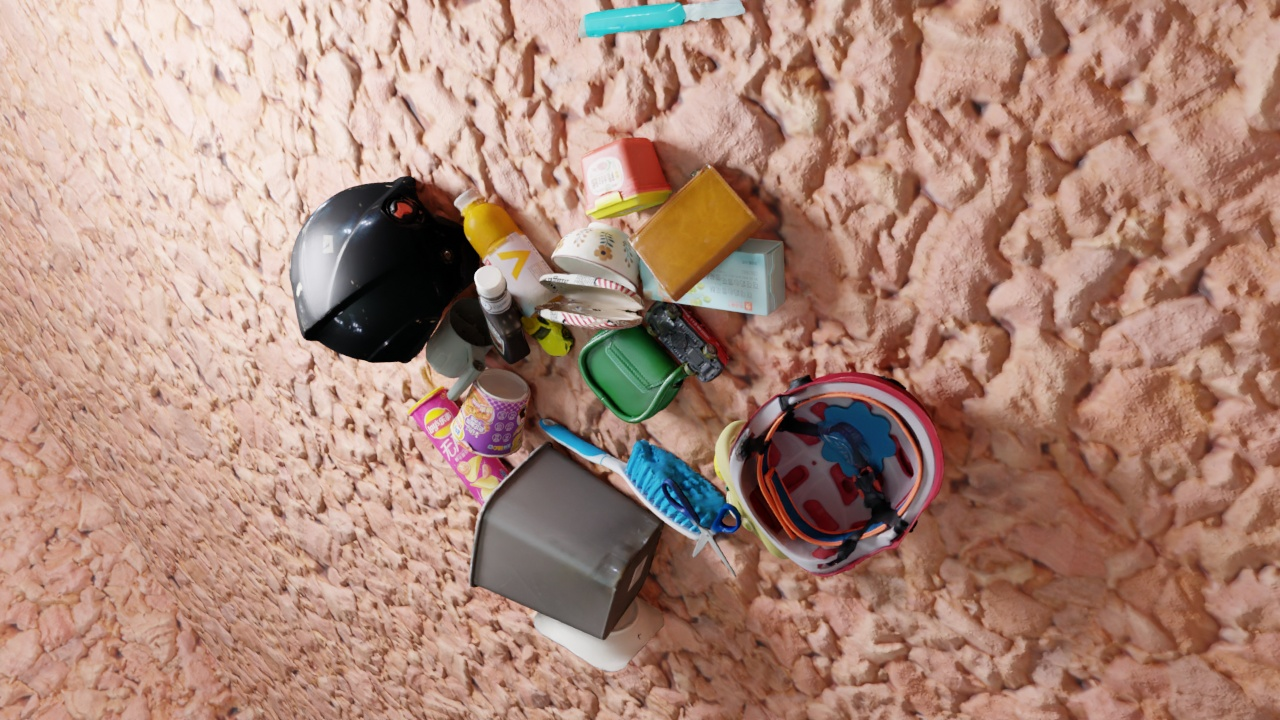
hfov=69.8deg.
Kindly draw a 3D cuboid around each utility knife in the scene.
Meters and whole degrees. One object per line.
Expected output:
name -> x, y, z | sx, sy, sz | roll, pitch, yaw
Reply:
utility knife -> 0.017, -0.373, 0.999 | 0.222, 0.013, 0.029 | 9, 118, 36

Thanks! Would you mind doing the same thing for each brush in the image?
brush -> -0.018, 0.148, 1.295 | 0.314, 0.060, 0.110 | 38, 135, 17

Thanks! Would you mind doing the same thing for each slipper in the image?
slipper -> 0.140, 0.169, 1.163 | 0.082, 0.091, 0.190 | -19, 106, 44

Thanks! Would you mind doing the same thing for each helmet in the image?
helmet -> 0.229, 0.104, 1.026 | 0.241, 0.143, 0.207 | -40, 88, 29
helmet -> -0.371, -0.128, 1.280 | 0.234, 0.229, 0.274 | -31, 69, 49

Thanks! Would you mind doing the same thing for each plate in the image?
plate -> -0.060, 0.381, 1.378 | 0.164, 0.163, 0.034 | 23, 120, 24

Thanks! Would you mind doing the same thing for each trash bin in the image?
trash bin -> -0.102, 0.268, 1.338 | 0.220, 0.198, 0.199 | 25, 126, 15

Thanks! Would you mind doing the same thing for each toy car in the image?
toy car -> 0.058, -0.028, 1.140 | 0.120, 0.045, 0.053 | 46, 131, -1
toy car -> -0.139, -0.048, 1.285 | 0.105, 0.032, 0.048 | 50, 132, 1

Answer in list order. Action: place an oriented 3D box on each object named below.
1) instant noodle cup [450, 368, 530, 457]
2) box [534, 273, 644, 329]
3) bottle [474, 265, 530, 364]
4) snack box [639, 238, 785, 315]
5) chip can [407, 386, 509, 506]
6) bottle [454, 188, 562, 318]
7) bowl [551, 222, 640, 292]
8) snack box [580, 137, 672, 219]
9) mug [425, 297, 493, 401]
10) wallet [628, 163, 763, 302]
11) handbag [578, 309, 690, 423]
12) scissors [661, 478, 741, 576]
instant noodle cup -> -0.216, 0.073, 1.366 | 0.111, 0.111, 0.099 | 34, 121, 17
box -> -0.061, -0.083, 1.147 | 0.164, 0.074, 0.081 | 9, 100, 44
bottle -> -0.187, -0.064, 1.223 | 0.080, 0.044, 0.195 | 54, 166, 20
snack box -> 0.083, -0.104, 1.075 | 0.175, 0.051, 0.074 | 10, 119, 33
chip can -> -0.281, 0.145, 1.471 | 0.210, 0.071, 0.072 | 52, 133, 1
bottle -> -0.180, -0.146, 1.236 | 0.189, 0.067, 0.068 | 53, 133, 0
bowl -> -0.048, -0.132, 1.136 | 0.114, 0.113, 0.062 | 14, 80, 31
snack box -> -0.020, -0.214, 1.077 | 0.091, 0.081, 0.080 | -12, 93, 39
mug -> -0.260, -0.014, 1.342 | 0.104, 0.083, 0.123 | -42, 47, 45
wallet -> 0.054, -0.150, 1.033 | 0.131, 0.035, 0.119 | -42, 61, 14
handbag -> -0.007, 0.007, 1.192 | 0.131, 0.067, 0.120 | 46, 127, 8
scissors -> 0.085, 0.216, 1.196 | 0.162, 0.012, 0.176 | 44, 147, 1
